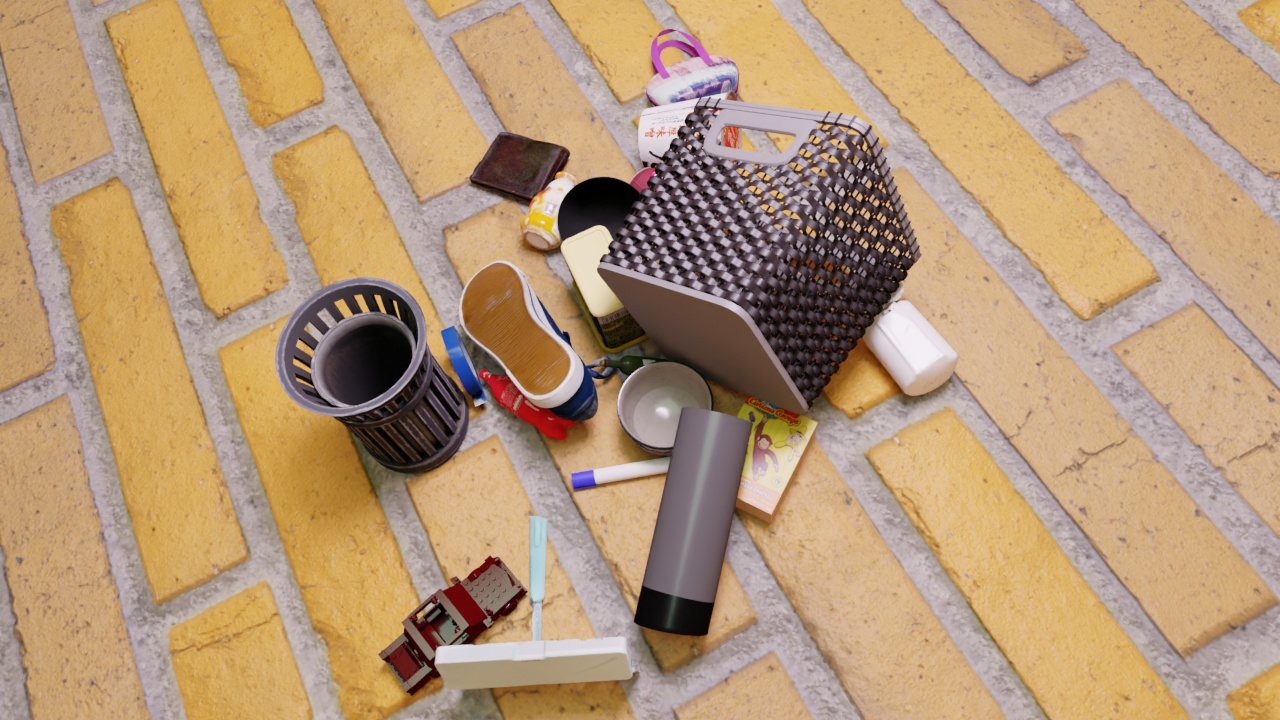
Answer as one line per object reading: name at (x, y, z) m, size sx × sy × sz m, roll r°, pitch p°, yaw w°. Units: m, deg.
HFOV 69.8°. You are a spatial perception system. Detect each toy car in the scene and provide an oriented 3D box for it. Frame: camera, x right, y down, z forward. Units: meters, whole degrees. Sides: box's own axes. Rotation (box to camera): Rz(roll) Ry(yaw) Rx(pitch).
toy car at (-0.214, 0.294, 1.035) m, size 0.169 × 0.062 × 0.070 m, roll -41°, pitch 67°, yaw -13°

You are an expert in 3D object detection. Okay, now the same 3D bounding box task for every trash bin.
trash bin at (-0.297, 0.032, 1.078) m, size 0.164 × 0.228 × 0.164 m, roll -3°, pitch 64°, yaw 5°

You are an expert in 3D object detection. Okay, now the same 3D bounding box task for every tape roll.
tape roll at (-0.226, 0.000, 1.159) m, size 0.016 × 0.093 × 0.091 m, roll -24°, pitch 48°, yaw -5°

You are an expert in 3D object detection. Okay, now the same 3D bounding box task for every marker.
marker at (-0.013, 0.135, 1.113) m, size 0.141 × 0.020 × 0.020 m, roll -10°, pitch 64°, yaw 2°

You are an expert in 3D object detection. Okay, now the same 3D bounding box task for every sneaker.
sneaker at (-0.131, -0.022, 1.174) m, size 0.120 × 0.127 × 0.294 m, roll -41°, pitch 49°, yaw 0°

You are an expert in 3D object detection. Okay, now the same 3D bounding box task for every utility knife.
utility knife at (-0.120, 0.261, 1.066) m, size 0.022 × 0.015 × 0.168 m, roll -5°, pitch 62°, yaw 5°

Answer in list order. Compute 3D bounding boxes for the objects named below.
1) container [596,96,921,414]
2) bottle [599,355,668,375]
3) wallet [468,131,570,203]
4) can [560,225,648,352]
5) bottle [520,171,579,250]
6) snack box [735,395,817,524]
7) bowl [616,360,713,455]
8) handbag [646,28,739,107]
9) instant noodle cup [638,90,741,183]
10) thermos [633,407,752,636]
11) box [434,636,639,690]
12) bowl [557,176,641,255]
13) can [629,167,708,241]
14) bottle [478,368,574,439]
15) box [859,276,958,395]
container at (0.135, -0.118, 1.064) m, size 0.248 × 0.245 × 0.243 m, roll 22°, pitch 71°, yaw 41°
bottle at (-0.007, 0.007, 1.137) m, size 0.106 × 0.025 × 0.025 m, roll 5°, pitch 56°, yaw -38°
wallet at (-0.174, -0.278, 1.325) m, size 0.120 × 0.031 × 0.099 m, roll 20°, pitch 66°, yaw 18°
can at (-0.044, -0.092, 1.177) m, size 0.072 × 0.101 × 0.130 m, roll -25°, pitch 64°, yaw -3°
bottle at (-0.121, -0.208, 1.264) m, size 0.063 × 0.063 × 0.108 m, roll 17°, pitch 68°, yaw 14°
snack box at (0.142, 0.115, 1.092) m, size 0.088 × 0.040 × 0.125 m, roll 25°, pitch 70°, yaw 17°
bowl at (0.032, 0.064, 1.119) m, size 0.115 × 0.059 × 0.115 m, roll -3°, pitch 64°, yaw 5°
handbag at (0.065, -0.427, 1.354) m, size 0.144 × 0.068 × 0.169 m, roll -20°, pitch 57°, yaw -4°
instant noodle cup at (0.067, -0.306, 1.267) m, size 0.122 × 0.124 × 0.123 m, roll 3°, pitch 64°, yaw 18°
thermos at (0.059, 0.178, 1.016) m, size 0.082 × 0.082 × 0.240 m, roll 12°, pitch 82°, yaw 12°
box at (-0.104, 0.326, 0.966) m, size 0.197 × 0.136 × 0.043 m, roll -4°, pitch 58°, yaw 5°
bowl at (-0.049, -0.199, 1.244) m, size 0.124 × 0.124 × 0.052 m, roll -7°, pitch 31°, yaw 3°
can at (0.037, -0.209, 1.246) m, size 0.063 × 0.063 × 0.114 m, roll -40°, pitch 67°, yaw -13°
bottle at (-0.147, 0.051, 1.155) m, size 0.141 × 0.042 × 0.041 m, roll 31°, pitch 72°, yaw 19°
box at (0.313, -0.038, 1.120) m, size 0.081 × 0.092 × 0.161 m, roll -38°, pitch 62°, yaw 7°
